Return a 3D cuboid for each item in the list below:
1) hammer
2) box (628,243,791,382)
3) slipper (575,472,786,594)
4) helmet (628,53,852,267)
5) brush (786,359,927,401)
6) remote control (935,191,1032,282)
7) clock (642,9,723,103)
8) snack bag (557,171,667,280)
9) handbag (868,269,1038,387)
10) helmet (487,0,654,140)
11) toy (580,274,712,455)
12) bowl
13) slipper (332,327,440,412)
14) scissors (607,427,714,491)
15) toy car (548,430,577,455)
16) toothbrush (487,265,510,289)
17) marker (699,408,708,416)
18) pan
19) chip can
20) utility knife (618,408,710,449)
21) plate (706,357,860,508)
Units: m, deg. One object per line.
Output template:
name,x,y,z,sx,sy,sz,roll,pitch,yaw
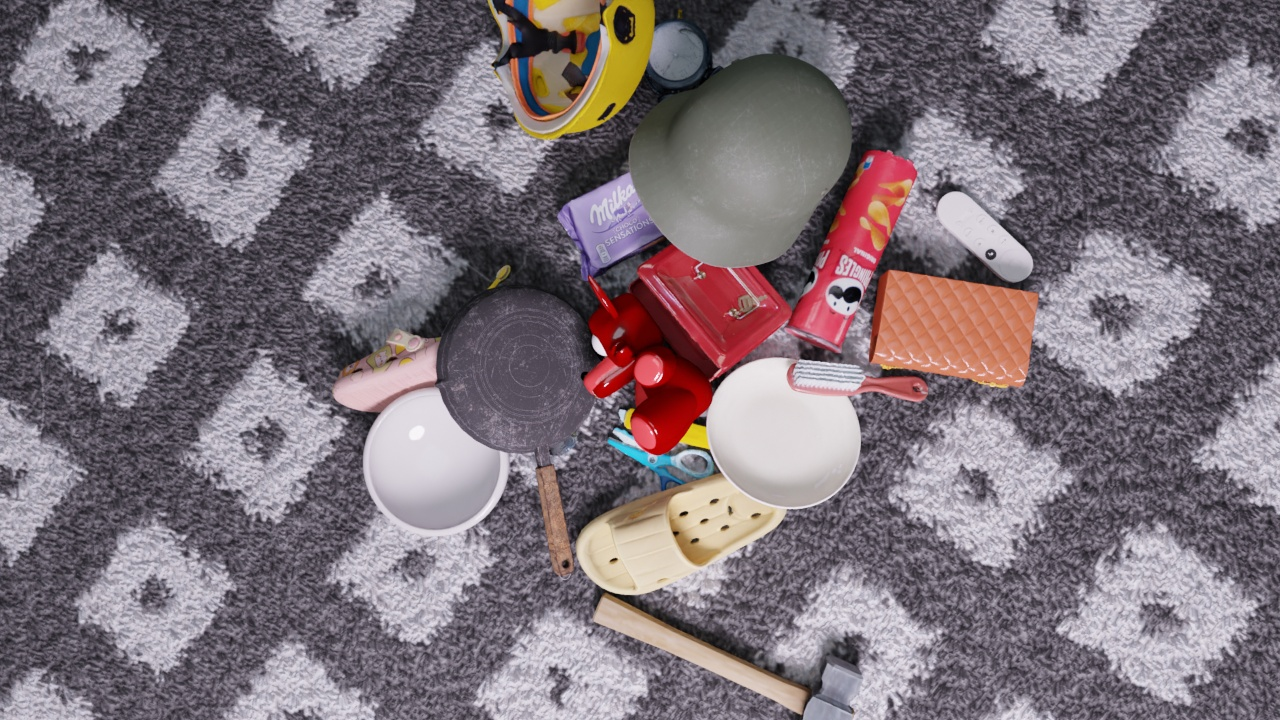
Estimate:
hammer,0.096,0.359,1.090,0.323,0.051,0.117,23,90,8
box,0.079,-0.066,1.085,0.136,0.123,0.157,-36,82,-15
slipper,0.051,0.207,1.076,0.261,0.079,0.111,-23,99,3
helmet,0.138,-0.243,1.011,0.267,0.154,0.227,-33,88,-32
brush,0.258,0.023,1.075,0.172,0.030,0.041,6,69,-5
remote control,0.408,-0.146,1.090,0.136,0.013,0.043,45,92,5
clock,0.050,-0.352,1.110,0.090,0.052,0.129,-27,91,4
snack bag,0.007,-0.181,1.106,0.205,0.058,0.096,-26,84,6
handbag,0.359,-0.034,1.067,0.172,0.060,0.108,9,84,3
helmet,-0.063,-0.373,1.066,0.210,0.139,0.240,-5,93,46
toy,-0.006,0.006,1.043,0.120,0.158,0.197,-33,80,-1
bowl,-0.241,0.121,1.114,0.176,0.066,0.176,0,88,5
slipper,-0.279,0.001,1.119,0.197,0.093,0.081,-18,62,7
scissors,0.016,0.129,1.119,0.140,0.015,0.083,23,93,3
toy car,-0.120,0.068,1.122,0.048,0.032,0.105,-37,99,2
toothbrush,-0.206,-0.065,1.141,0.021,0.016,0.135,39,92,0
marker,0.090,0.058,1.113,0.139,0.016,0.022,2,66,5
pan,-0.119,0.083,1.076,0.207,0.040,0.357,-12,89,-25
chip can,0.248,-0.128,1.075,0.073,0.073,0.233,24,90,5
utility knife,0.048,0.084,1.115,0.155,0.017,0.030,14,85,5
plate,0.164,0.086,1.075,0.182,0.034,0.182,2,69,-6
